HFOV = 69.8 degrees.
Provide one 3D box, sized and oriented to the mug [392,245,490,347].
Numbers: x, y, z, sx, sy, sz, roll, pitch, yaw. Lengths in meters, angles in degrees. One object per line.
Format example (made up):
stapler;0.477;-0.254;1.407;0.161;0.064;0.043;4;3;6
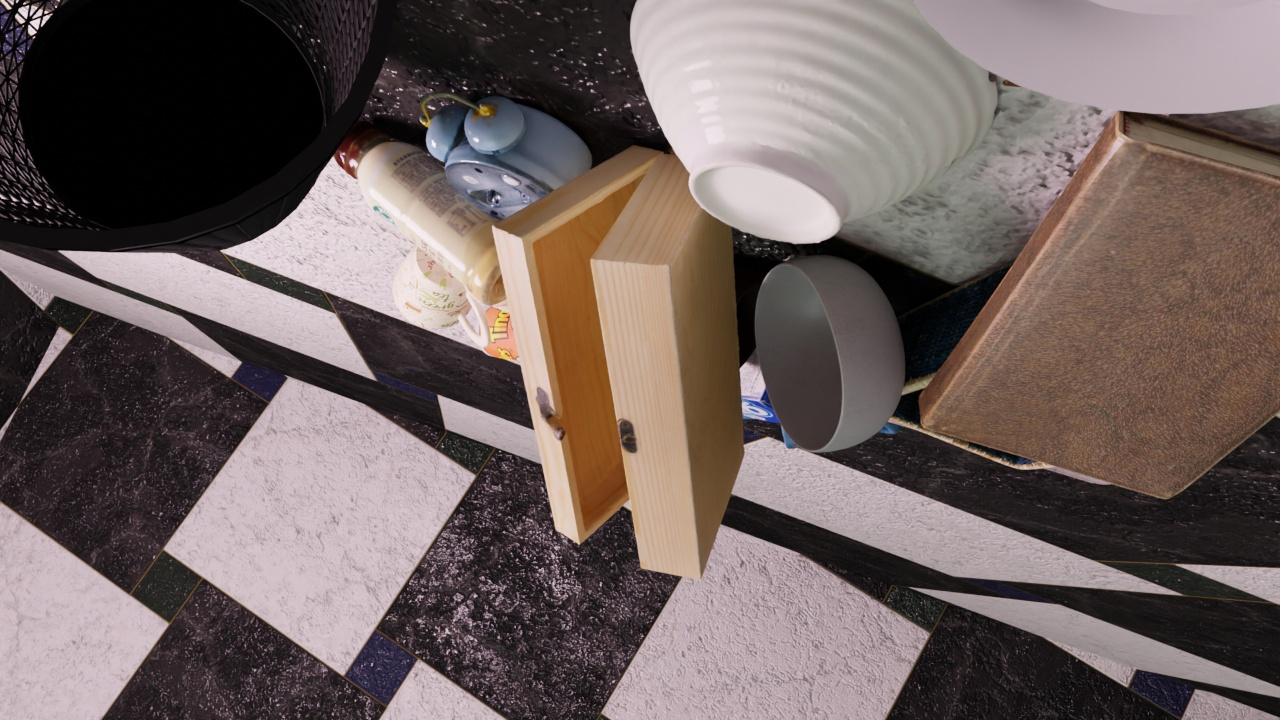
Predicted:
mug;-0.179;-0.064;0.872;0.122;0.080;0.097;58;155;2

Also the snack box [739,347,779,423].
snack box;0.080;0.017;0.860;0.059;0.059;0.227;31;169;-24

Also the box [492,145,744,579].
box;-0.005;0.001;0.593;0.123;0.140;0.249;6;130;15

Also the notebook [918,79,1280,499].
notebook;0.225;-0.021;0.442;0.190;0.034;0.216;18;142;2

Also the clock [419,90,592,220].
clock;-0.085;-0.130;0.583;0.124;0.051;0.089;32;163;-38

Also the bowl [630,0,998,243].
bowl;0.068;-0.103;0.433;0.177;0.070;0.177;19;167;4

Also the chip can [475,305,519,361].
chip can;-0.081;-0.023;0.965;0.211;0.062;0.062;8;163;39

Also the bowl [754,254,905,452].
bowl;0.134;-0.007;0.625;0.064;0.131;0.132;-11;173;-15

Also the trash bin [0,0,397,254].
trash bin;-0.234;-0.145;0.432;0.217;0.216;0.243;24;172;-17

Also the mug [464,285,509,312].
mug;-0.068;-0.078;0.725;0.112;0.085;0.104;-22;157;25

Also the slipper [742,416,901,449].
slipper;0.157;0.062;0.936;0.214;0.059;0.103;3;173;24

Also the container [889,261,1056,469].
container;0.254;0.010;0.611;0.145;0.071;0.188;21;166;-7

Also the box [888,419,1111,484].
box;0.306;0.058;0.797;0.216;0.058;0.154;16;167;-6

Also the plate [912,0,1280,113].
plate;0.167;-0.135;0.282;0.173;0.019;0.173;19;166;4

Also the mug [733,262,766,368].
mug;0.049;-0.043;0.707;0.088;0.087;0.113;31;-160;25

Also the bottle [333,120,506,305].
bottle;-0.149;-0.109;0.655;0.162;0.056;0.056;40;170;12
